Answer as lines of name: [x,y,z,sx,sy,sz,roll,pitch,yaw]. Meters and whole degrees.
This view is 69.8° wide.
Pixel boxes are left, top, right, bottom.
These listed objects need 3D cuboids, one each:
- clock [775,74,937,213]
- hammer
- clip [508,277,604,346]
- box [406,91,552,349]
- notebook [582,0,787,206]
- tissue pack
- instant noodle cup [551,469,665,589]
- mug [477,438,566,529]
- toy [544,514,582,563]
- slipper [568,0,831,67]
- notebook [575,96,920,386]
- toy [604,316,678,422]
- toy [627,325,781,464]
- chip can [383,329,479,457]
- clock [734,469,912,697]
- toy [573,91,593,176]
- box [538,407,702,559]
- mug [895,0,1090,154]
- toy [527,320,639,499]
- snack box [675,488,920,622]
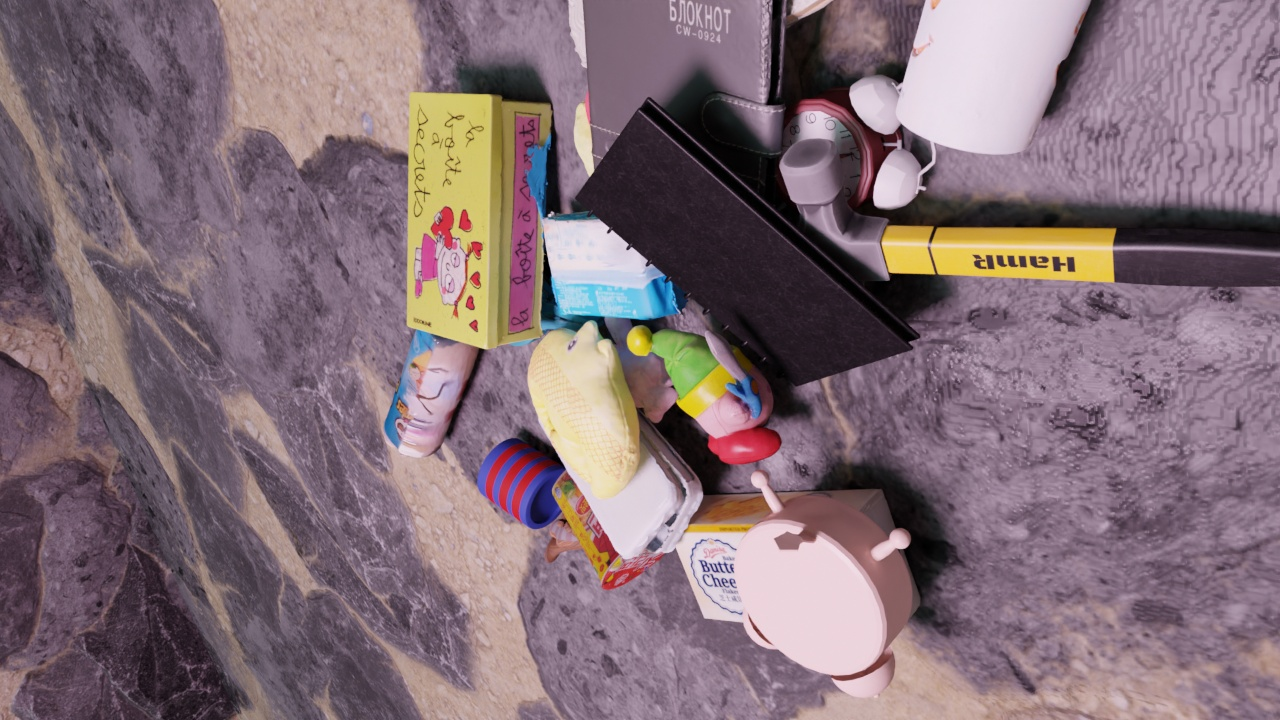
clock: [0.137,-0.140,0.613,0.125,0.044,0.087,-1,112,46]
hammer: [0.245,-0.059,0.538,0.325,0.034,0.170,6,143,34]
clip: [-0.102,-0.043,0.903,0.120,0.033,0.119,45,126,9]
box: [-0.151,-0.132,0.841,0.124,0.079,0.221,18,112,37]
notebook: [0.027,-0.180,0.635,0.169,0.029,0.209,26,140,31]
tissue pack: [-0.024,-0.087,0.791,0.145,0.061,0.093,5,114,39]
instant noodle cup: [-0.031,0.155,0.922,0.112,0.100,0.101,49,139,23]
mug: [-0.122,0.146,1.026,0.076,0.074,0.112,27,156,31]
toy: [-0.074,0.194,1.023,0.102,0.041,0.055,-16,123,40]
slipper: [0.042,-0.263,0.628,0.273,0.053,0.114,2,112,49]
notebook: [0.064,-0.069,0.654,0.231,0.019,0.169,40,161,-8]
toy: [-0.005,0.005,0.838,0.110,0.047,0.064,49,127,17]
toy: [0.054,0.022,0.738,0.124,0.097,0.131,-101,-10,-81]
chip can: [-0.241,0.026,1.063,0.080,0.079,0.230,47,138,13]
clock: [0.131,0.177,0.697,0.131,0.086,0.161,21,131,36]
toy: [-0.008,-0.183,0.728,0.135,0.045,0.091,-20,104,54]
box: [-0.023,0.086,0.869,0.213,0.063,0.118,50,118,40]
mug: [0.195,-0.179,0.505,0.082,0.082,0.105,31,133,28]
toy: [-0.053,0.037,0.818,0.170,0.064,0.155,48,139,40]
snack box: [0.127,0.173,0.799,0.208,0.057,0.104,-11,105,47]
